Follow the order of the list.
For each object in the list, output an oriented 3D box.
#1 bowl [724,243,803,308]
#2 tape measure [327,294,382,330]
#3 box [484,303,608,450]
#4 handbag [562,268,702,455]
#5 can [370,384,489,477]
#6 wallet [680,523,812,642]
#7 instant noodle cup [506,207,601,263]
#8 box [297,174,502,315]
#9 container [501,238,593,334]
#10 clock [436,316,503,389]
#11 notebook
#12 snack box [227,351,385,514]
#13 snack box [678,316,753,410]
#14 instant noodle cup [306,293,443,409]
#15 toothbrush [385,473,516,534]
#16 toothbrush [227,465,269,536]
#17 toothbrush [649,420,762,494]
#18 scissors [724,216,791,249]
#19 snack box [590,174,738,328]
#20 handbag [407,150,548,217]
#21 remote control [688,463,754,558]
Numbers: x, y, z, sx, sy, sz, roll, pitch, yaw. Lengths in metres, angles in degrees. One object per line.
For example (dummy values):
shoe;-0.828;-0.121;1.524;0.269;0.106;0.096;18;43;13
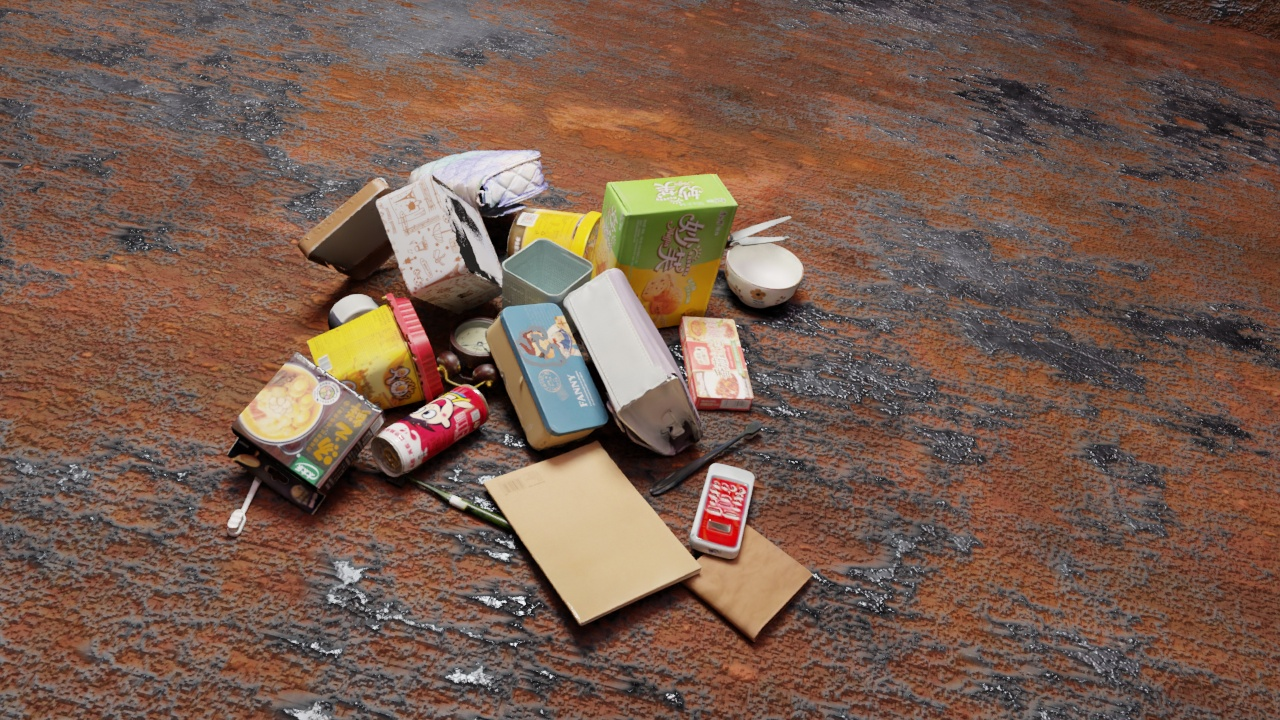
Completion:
bowl;0.173;-0.116;1.326;0.113;0.062;0.113;8;42;-7
tape measure;-0.348;-0.048;1.127;0.065;0.066;0.033;-23;52;-32
box;-0.109;0.023;1.075;0.089;0.060;0.184;-12;66;-41
handbag;-0.007;0.006;1.103;0.098;0.145;0.197;-33;50;8
can;-0.233;0.077;1.021;0.053;0.053;0.132;33;40;20
wallet;0.114;0.232;0.978;0.101;0.020;0.115;36;45;25
instant noodle cup;-0.114;-0.155;1.265;0.114;0.119;0.118;14;42;12
box;-0.298;-0.128;1.140;0.193;0.183;0.156;-25;82;6
container;-0.123;-0.079;1.180;0.090;0.112;0.089;30;46;18
clock;-0.201;-0.003;1.122;0.082;0.055;0.121;17;40;3
notebook;-0.055;0.176;0.982;0.149;0.012;0.211;-17;45;-31
snack box;-0.350;0.075;0.956;0.113;0.053;0.125;34;69;2
snack box;0.098;0.003;1.210;0.075;0.026;0.152;3;44;-11
instant noodle cup;-0.306;0.003;1.059;0.123;0.116;0.116;-22;51;-17
toothbrush;-0.191;0.158;0.987;0.186;0.012;0.017;22;49;10
toothbrush;-0.403;0.111;0.983;0.016;0.016;0.179;11;43;-5
toothbrush;0.080;0.117;1.095;0.180;0.018;0.015;-27;61;-32
scissors;0.100;-0.176;1.335;0.221;0.022;0.210;-30;35;-7
snack box;0.022;-0.135;1.201;0.157;0.211;0.070;-9;49;-22
handbag;-0.231;-0.253;1.316;0.133;0.076;0.194;-29;28;-34
remote control;0.093;0.165;1.028;0.056;0.020;0.135;14;36;8
